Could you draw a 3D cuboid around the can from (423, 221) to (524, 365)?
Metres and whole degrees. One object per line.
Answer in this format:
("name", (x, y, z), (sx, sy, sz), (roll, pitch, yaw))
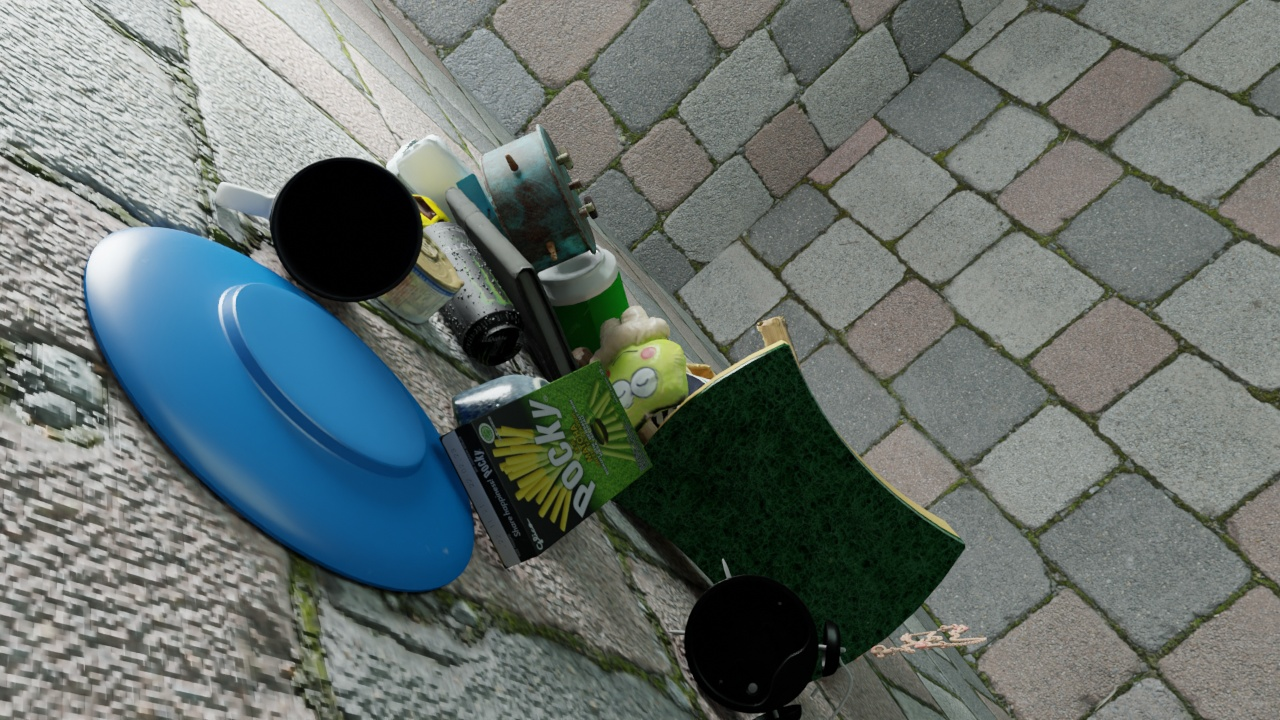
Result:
("can", (-0.144, -0.057, 0.756), (0.137, 0.054, 0.054), (53, 9, 32))

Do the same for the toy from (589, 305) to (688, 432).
("toy", (-0.005, 0.005, 0.783), (0.046, 0.092, 0.115), (30, 34, -48))

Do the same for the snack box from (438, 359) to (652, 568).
("snack box", (-0.050, 0.056, 0.555), (0.080, 0.025, 0.147), (63, 29, -1))

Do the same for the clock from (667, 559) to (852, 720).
("clock", (0.085, 0.200, 0.626), (0.121, 0.091, 0.042), (36, -5, 13))

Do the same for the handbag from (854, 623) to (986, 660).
("handbag", (0.257, 0.247, 0.979), (0.198, 0.187, 0.116), (27, 51, -67))

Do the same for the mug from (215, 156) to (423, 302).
("mug", (-0.194, -0.085, 0.564), (0.118, 0.085, 0.100), (15, 4, -16))

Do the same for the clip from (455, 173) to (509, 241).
("clip", (-0.134, -0.123, 0.875), (0.121, 0.033, 0.119), (59, -14, -13))

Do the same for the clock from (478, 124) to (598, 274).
("clock", (-0.084, -0.146, 0.822), (0.157, 0.073, 0.121), (-98, 164, -74))

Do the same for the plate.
("plate", (-0.154, 0.013, 0.444), (0.224, 0.024, 0.224), (47, 7, -9))

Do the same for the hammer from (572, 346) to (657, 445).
("hammer", (0.038, 0.107, 0.890), (0.328, 0.052, 0.098), (50, 6, -24))

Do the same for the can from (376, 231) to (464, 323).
("can", (-0.177, -0.072, 0.682), (0.086, 0.043, 0.086), (48, 8, -9))

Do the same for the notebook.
("notebook", (-0.107, -0.050, 0.812), (0.209, 0.029, 0.170), (51, -15, 53))

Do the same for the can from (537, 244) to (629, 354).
("can", (-0.052, -0.038, 0.897), (0.087, 0.087, 0.140), (-122, -167, -52))

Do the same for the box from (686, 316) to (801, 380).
("box", (0.162, 0.093, 1.162), (0.258, 0.221, 0.279), (51, 6, 7))

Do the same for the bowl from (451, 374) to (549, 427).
("bowl", (-0.073, 0.047, 0.627), (0.110, 0.055, 0.110), (47, 7, -8))

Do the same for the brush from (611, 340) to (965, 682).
("brush", (0.121, 0.129, 0.783), (0.250, 0.195, 0.075), (49, 8, 2))

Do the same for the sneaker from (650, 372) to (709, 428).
("sneaker", (0.022, 0.045, 0.954), (0.078, 0.084, 0.235), (-6, 31, -42))

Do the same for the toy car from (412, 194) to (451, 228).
("toy car", (-0.211, -0.140, 0.895), (0.049, 0.030, 0.106), (49, 9, 0))

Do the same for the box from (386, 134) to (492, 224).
("box", (-0.179, -0.151, 0.989), (0.211, 0.084, 0.186), (46, -2, -24))
